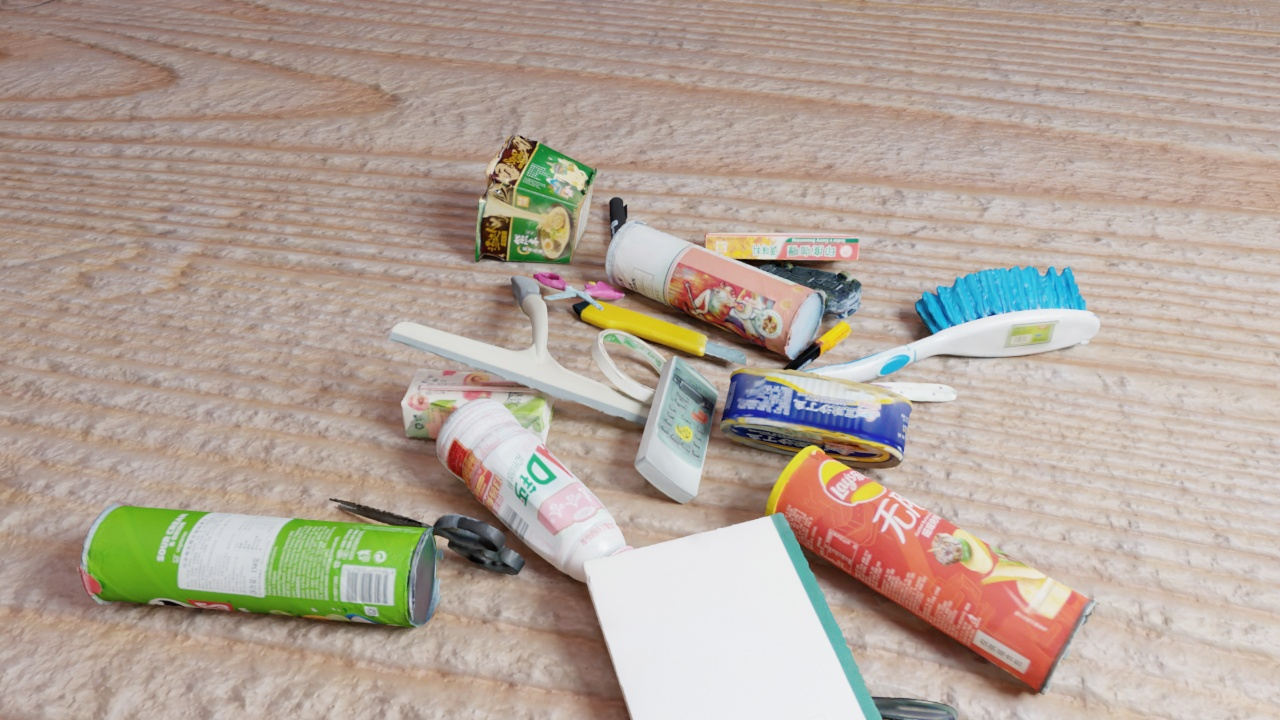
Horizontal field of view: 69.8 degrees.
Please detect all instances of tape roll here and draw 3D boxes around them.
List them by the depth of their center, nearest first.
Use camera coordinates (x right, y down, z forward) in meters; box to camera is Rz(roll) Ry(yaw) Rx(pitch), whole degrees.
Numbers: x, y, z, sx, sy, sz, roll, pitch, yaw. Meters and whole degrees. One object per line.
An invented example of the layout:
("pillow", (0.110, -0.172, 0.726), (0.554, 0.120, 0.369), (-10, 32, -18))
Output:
("tape roll", (-0.005, 0.005, 0.816), (0.085, 0.014, 0.085), (29, 26, -16))

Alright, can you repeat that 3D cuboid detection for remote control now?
("remote control", (0.032, 0.055, 0.762), (0.056, 0.019, 0.134), (40, 37, -17))

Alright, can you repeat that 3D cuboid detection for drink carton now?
("drink carton", (-0.138, 0.039, 0.789), (0.122, 0.046, 0.053), (4, 38, 6))

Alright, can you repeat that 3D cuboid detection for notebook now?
("notebook", (0.064, 0.201, 0.576), (0.150, 0.012, 0.209), (-12, 53, -15))

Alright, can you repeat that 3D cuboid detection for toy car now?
("toy car", (0.164, -0.071, 0.925), (0.121, 0.037, 0.054), (21, 41, 39))

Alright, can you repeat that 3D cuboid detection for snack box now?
("snack box", (0.145, -0.121, 0.966), (0.156, 0.027, 0.077), (1, 9, 4))
("snack box", (-0.111, -0.166, 1.004), (0.105, 0.118, 0.118), (16, 43, 2))

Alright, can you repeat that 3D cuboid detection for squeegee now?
("squeegee", (-0.100, -0.042, 0.853), (0.246, 0.039, 0.246), (20, 19, -19))

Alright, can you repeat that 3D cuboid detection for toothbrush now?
("toothbrush", (0.111, 0.216, 0.587), (0.181, 0.018, 0.015), (5, 36, 5))
("toothbrush", (0.188, 0.027, 0.805), (0.187, 0.017, 0.016), (3, 73, -8))

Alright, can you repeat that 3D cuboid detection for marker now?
("marker", (0.157, -0.003, 0.854), (0.015, 0.018, 0.123), (37, 53, 27))
("marker", (-0.023, -0.145, 1.035), (0.022, 0.020, 0.131), (21, 33, -19))

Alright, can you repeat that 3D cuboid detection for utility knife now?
("utility knife", (0.017, -0.025, 0.885), (0.197, 0.015, 0.033), (19, 43, 28))

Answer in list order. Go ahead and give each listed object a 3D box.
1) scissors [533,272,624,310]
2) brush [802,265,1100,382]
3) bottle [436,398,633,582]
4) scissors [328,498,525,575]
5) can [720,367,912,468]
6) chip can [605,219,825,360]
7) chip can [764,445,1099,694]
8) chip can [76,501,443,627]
("scissors", (-0.069, -0.070, 0.904), (0.124, 0.017, 0.133), (19, 16, 20))
("brush", (0.274, -0.025, 0.854), (0.314, 0.061, 0.109), (-6, 43, -1))
("bottle", (-0.073, 0.106, 0.690), (0.068, 0.068, 0.197), (-32, 53, -32))
("scissors", (-0.166, 0.118, 0.677), (0.173, 0.141, 0.014), (29, 60, -1))
("can", (0.140, 0.047, 0.740), (0.148, 0.075, 0.049), (9, 69, 15))
("chip can", (0.070, -0.072, 0.899), (0.215, 0.071, 0.071), (25, 46, 28))
("chip can", (0.192, 0.138, 0.635), (0.217, 0.073, 0.073), (29, 48, 32))
("chip can", (-0.261, 0.143, 0.643), (0.236, 0.072, 0.072), (3, 39, 6))
